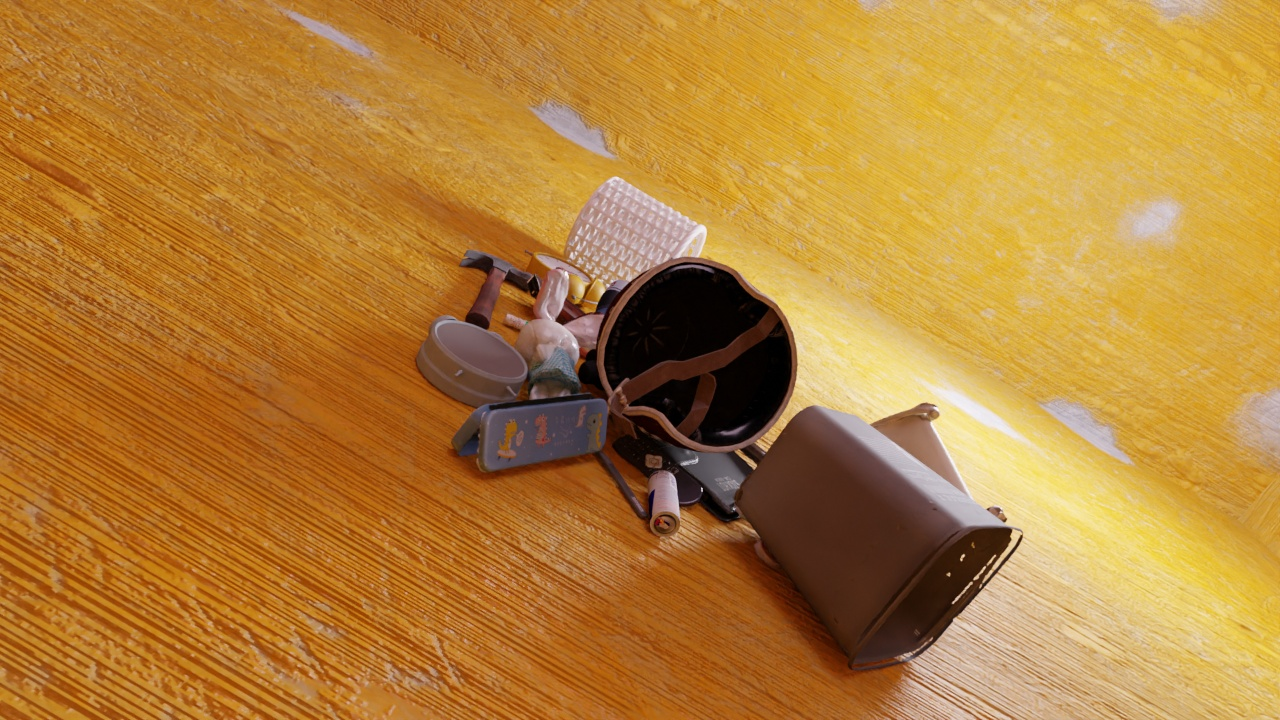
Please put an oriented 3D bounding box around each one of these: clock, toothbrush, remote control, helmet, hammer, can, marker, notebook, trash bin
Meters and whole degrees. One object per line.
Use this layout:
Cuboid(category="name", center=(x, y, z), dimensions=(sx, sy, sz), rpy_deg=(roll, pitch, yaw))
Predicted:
Cuboid(category="clock", center=(-0.194, -0.002, 1.057), dimensions=(0.122, 0.045, 0.159), rpy_deg=(21, 22, -28))
Cuboid(category="toothbrush", center=(-0.035, 0.120, 1.033), dimensions=(0.012, 0.013, 0.167), rpy_deg=(14, 27, -41))
Cuboid(category="remote control", center=(0.021, 0.126, 1.077), dimensions=(0.046, 0.009, 0.124), rpy_deg=(-25, 54, -39))
Cuboid(category="helmet", center=(0.059, 0.001, 1.077), dimensions=(0.234, 0.233, 0.254), rpy_deg=(42, -7, -36))
Cuboid(category="hammer", center=(-0.212, -0.097, 1.290), dimensions=(0.111, 0.028, 0.300), rpy_deg=(26, 16, -11))
Cuboid(category="clock", center=(-0.122, -0.130, 1.496), dimensions=(0.152, 0.052, 0.113), rpy_deg=(37, 19, 31))
Cuboid(category="hammer", center=(0.099, 0.080, 1.270), dimensions=(0.317, 0.028, 0.147), rpy_deg=(38, -4, 40))
Cuboid(category="can", center=(0.025, 0.154, 0.999), dimensions=(0.032, 0.032, 0.095), rpy_deg=(27, 18, -11))
Cuboid(category="marker", center=(-0.123, -0.031, 1.285), dimensions=(0.145, 0.017, 0.017), rpy_deg=(24, 19, -21))
Cuboid(category="notebook", center=(0.073, 0.123, 1.170), dimensions=(0.209, 0.029, 0.169), rpy_deg=(38, 19, 28))
Cuboid(category="trash bin", center=(0.243, 0.179, 0.991), dimensions=(0.197, 0.198, 0.220), rpy_deg=(15, 25, -48))

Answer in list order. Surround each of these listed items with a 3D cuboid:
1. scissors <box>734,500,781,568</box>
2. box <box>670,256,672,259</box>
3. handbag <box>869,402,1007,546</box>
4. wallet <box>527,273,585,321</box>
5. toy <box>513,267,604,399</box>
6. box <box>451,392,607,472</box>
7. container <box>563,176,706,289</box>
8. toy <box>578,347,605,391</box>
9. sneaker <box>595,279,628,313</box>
Cuboid(category="scissors", center=(0.172, 0.198, 1.107), dimensions=(0.178, 0.016, 0.108), rpy_deg=(7, 45, -52))
Cuboid(category="box", center=(0.087, -0.035, 1.341), dimensions=(0.231, 0.110, 0.094), rpy_deg=(48, 52, -2))
Cuboid(category="handbag", center=(0.365, 0.172, 1.269), dimensions=(0.131, 0.185, 0.228), rpy_deg=(12, 42, -37))
Cuboid(category="wallet", center=(-0.114, -0.077, 1.369), dimensions=(0.123, 0.019, 0.072), rpy_deg=(38, 13, -26))
Cuboid(category="toy", center=(-0.109, 0.004, 1.122), dimensions=(0.131, 0.106, 0.204), rpy_deg=(41, 36, -31))
Cuboid(category="box", center=(-0.100, 0.077, 0.959), dimensions=(0.064, 0.069, 0.209), rpy_deg=(46, 23, 21))
Cuboid(category="container", center=(-0.010, -0.201, 1.634), dimensions=(0.187, 0.190, 0.189), rpy_deg=(32, 18, 10))
Cuboid(category="toy", center=(-0.008, 0.008, 1.243), dimensions=(0.175, 0.096, 0.112), rpy_deg=(-20, 49, -32))
Cuboid(category="sneaker", center=(0.025, -0.014, 1.419), dimensions=(0.241, 0.084, 0.098), rpy_deg=(38, 60, -13))
